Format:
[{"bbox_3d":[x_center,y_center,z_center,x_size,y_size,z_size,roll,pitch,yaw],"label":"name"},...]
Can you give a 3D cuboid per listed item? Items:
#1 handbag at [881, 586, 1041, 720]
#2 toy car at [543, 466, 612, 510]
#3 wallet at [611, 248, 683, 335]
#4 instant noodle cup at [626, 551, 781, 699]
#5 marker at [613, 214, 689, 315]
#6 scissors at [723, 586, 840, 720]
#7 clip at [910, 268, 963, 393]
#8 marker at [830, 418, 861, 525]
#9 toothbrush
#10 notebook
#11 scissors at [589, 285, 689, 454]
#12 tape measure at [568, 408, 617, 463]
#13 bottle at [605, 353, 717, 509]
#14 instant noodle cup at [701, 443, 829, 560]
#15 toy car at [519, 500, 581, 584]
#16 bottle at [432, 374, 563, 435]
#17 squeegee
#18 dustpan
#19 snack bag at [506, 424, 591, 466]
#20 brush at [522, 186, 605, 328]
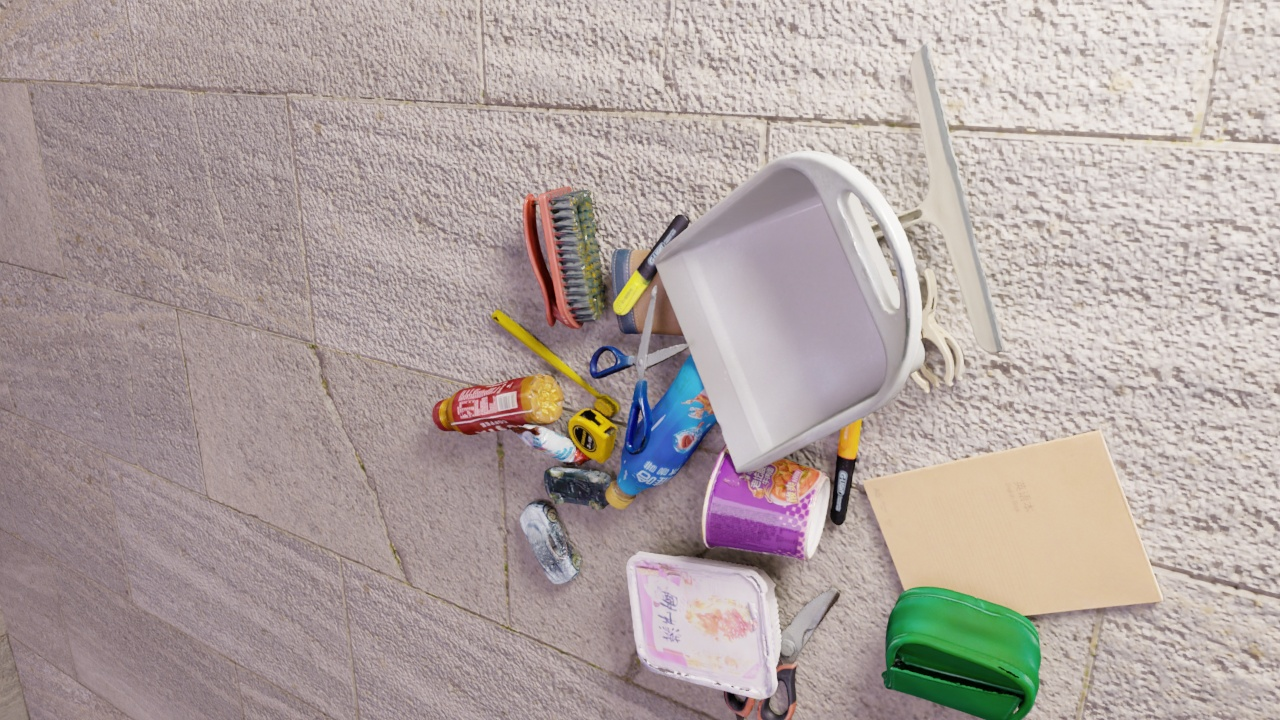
[{"bbox_3d":[0.283,0.270,0.821,0.131,0.067,0.120,16,132,19],"label":"handbag"},{"bbox_3d":[-0.069,0.142,1.044,0.091,0.034,0.043,3,105,32],"label":"toy car"},{"bbox_3d":[0.027,-0.067,0.908,0.115,0.033,0.090,5,111,32],"label":"wallet"},{"bbox_3d":[0.074,0.268,0.964,0.174,0.060,0.138,0,101,40],"label":"instant noodle cup"},{"bbox_3d":[0.009,-0.091,0.882,0.018,0.015,0.124,43,120,10],"label":"marker"},{"bbox_3d":[0.162,0.318,0.958,0.211,0.015,0.177,-22,91,38],"label":"scissors"},{"bbox_3d":[0.239,-0.024,0.776,0.076,0.034,0.100,-18,90,38],"label":"clip"},{"bbox_3d":[0.192,0.101,0.862,0.018,0.015,0.124,18,117,34],"label":"marker"},{"bbox_3d":[-0.099,0.002,1.026,0.190,0.016,0.016,38,122,18],"label":"toothbrush"},{"bbox_3d":[0.314,0.152,0.799,0.212,0.012,0.149,-20,94,37],"label":"notebook"},{"bbox_3d":[-0.005,0.010,0.909,0.162,0.012,0.176,17,106,54],"label":"scissors"},{"bbox_3d":[-0.051,0.079,1.010,0.057,0.028,0.060,36,142,20],"label":"tape measure"},{"bbox_3d":[0.027,0.077,0.937,0.065,0.065,0.219,46,126,13],"label":"bottle"},{"bbox_3d":[0.122,0.136,0.871,0.099,0.111,0.112,10,112,22],"label":"instant noodle cup"},{"bbox_3d":[-0.111,0.219,1.101,0.049,0.031,0.105,-29,88,37],"label":"toy car"},{"bbox_3d":[-0.171,0.055,1.069,0.175,0.057,0.057,-10,100,36],"label":"bottle"},{"bbox_3d":[0.168,-0.102,0.794,0.247,0.039,0.246,-16,86,38],"label":"squeegee"},{"bbox_3d":[0.110,-0.041,0.728,0.258,0.142,0.222,-27,79,32],"label":"dustpan"},{"bbox_3d":[-0.101,0.092,1.022,0.045,0.105,0.026,5,69,45],"label":"snack bag"},{"bbox_3d":[-0.080,-0.103,0.949,0.069,0.063,0.146,-2,107,23],"label":"brush"}]
